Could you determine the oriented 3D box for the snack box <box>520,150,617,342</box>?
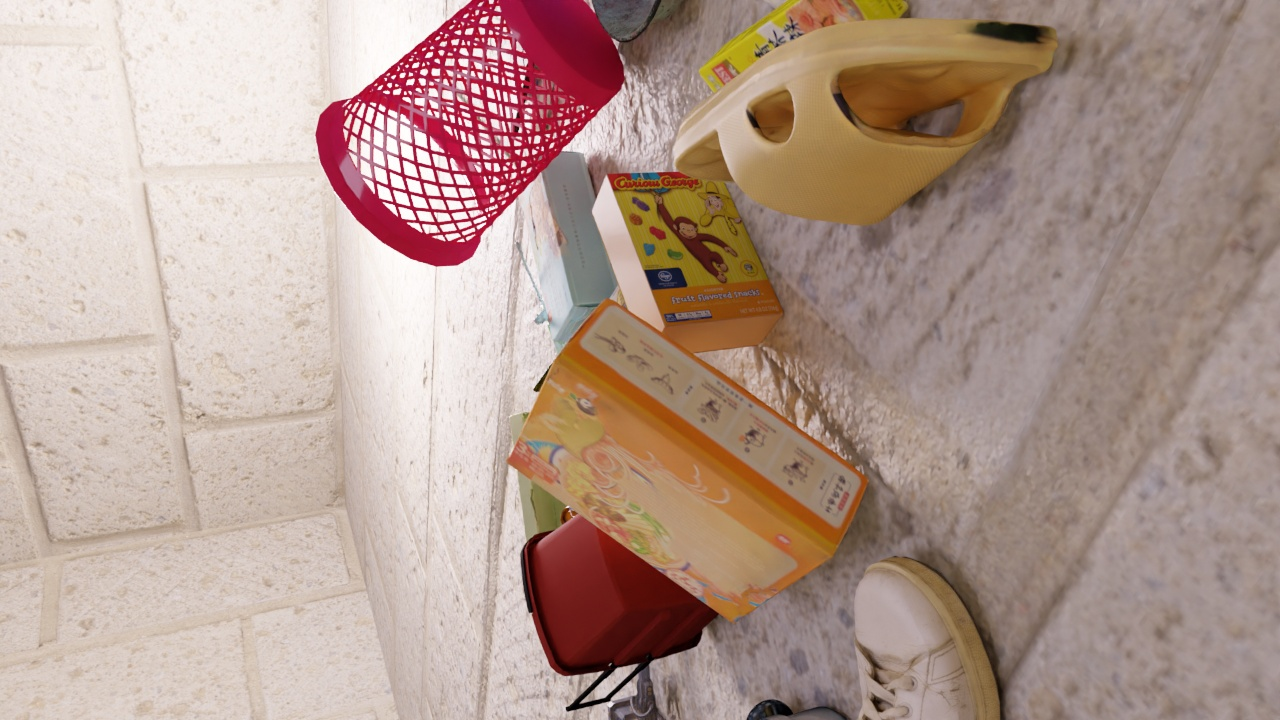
[{"bbox_3d":[-0.069,-0.109,0.878,0.075,0.053,0.174,127,134,-58],"label":"snack box"}]

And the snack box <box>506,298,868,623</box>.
[{"bbox_3d":[0.025,0.066,0.595,0.195,0.080,0.145,35,144,2],"label":"snack box"}]

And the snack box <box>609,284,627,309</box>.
[{"bbox_3d":[0.005,0.008,0.770,0.082,0.026,0.150,-57,46,41],"label":"snack box"}]

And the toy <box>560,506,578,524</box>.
[{"bbox_3d":[-0.050,0.125,0.895,0.087,0.067,0.112,-8,76,42],"label":"toy"}]

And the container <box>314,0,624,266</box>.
[{"bbox_3d":[-0.138,-0.219,0.798,0.226,0.183,0.183,-32,63,30],"label":"container"}]

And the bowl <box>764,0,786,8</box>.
[{"bbox_3d":[0.083,-0.252,0.525,0.110,0.040,0.110,172,90,-66],"label":"bowl"}]

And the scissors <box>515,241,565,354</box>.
[{"bbox_3d":[-0.091,-0.044,0.924,0.171,0.023,0.168,-79,-24,-77],"label":"scissors"}]

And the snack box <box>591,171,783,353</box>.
[{"bbox_3d":[0.030,-0.069,0.634,0.040,0.088,0.125,120,137,-53],"label":"snack box"}]

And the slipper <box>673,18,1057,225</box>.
[{"bbox_3d":[0.091,-0.110,0.477,0.264,0.099,0.078,-176,89,-69],"label":"slipper"}]

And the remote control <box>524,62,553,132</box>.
[{"bbox_3d":[-0.102,-0.292,0.947,0.126,0.018,0.038,111,144,-45],"label":"remote control"}]

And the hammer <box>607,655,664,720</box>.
[{"bbox_3d":[-0.001,0.221,0.841,0.099,0.044,0.322,-175,81,-65],"label":"hammer"}]

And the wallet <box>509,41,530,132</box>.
[{"bbox_3d":[-0.121,-0.303,0.943,0.092,0.018,0.115,118,155,-54],"label":"wallet"}]

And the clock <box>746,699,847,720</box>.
[{"bbox_3d":[0.105,0.275,0.608,0.130,0.052,0.090,-29,71,63],"label":"clock"}]

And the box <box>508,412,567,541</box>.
[{"bbox_3d":[-0.092,0.146,1.007,0.077,0.089,0.188,41,-142,-81],"label":"box"}]

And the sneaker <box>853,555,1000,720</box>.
[{"bbox_3d":[0.130,0.229,0.480,0.089,0.102,0.241,158,104,-65],"label":"sneaker"}]

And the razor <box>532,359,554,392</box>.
[{"bbox_3d":[-0.072,0.045,0.962,0.042,0.026,0.106,-52,51,10],"label":"razor"}]

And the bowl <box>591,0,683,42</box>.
[{"bbox_3d":[0.005,-0.318,0.678,0.158,0.038,0.157,172,90,-66],"label":"bowl"}]

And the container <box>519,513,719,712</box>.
[{"bbox_3d":[-0.020,0.192,0.745,0.201,0.147,0.127,-50,50,46],"label":"container"}]

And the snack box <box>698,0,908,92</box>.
[{"bbox_3d":[0.088,-0.183,0.528,0.040,0.028,0.148,48,161,-15],"label":"snack box"}]
